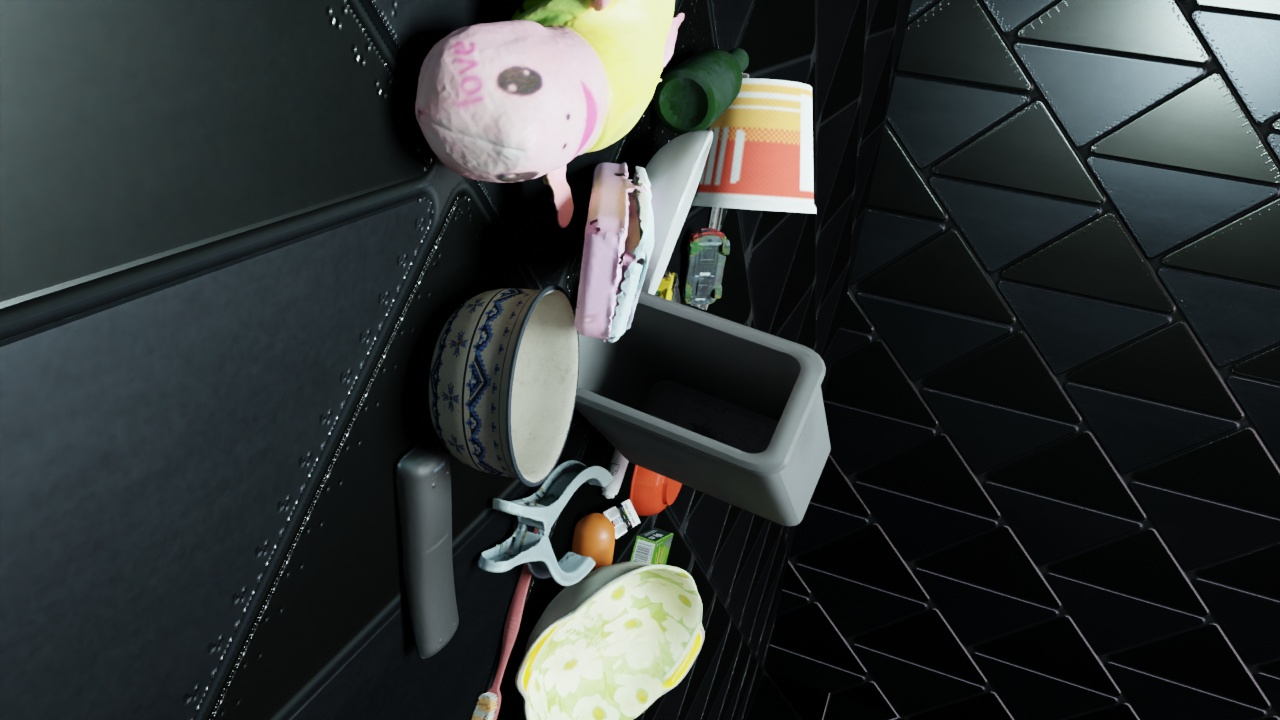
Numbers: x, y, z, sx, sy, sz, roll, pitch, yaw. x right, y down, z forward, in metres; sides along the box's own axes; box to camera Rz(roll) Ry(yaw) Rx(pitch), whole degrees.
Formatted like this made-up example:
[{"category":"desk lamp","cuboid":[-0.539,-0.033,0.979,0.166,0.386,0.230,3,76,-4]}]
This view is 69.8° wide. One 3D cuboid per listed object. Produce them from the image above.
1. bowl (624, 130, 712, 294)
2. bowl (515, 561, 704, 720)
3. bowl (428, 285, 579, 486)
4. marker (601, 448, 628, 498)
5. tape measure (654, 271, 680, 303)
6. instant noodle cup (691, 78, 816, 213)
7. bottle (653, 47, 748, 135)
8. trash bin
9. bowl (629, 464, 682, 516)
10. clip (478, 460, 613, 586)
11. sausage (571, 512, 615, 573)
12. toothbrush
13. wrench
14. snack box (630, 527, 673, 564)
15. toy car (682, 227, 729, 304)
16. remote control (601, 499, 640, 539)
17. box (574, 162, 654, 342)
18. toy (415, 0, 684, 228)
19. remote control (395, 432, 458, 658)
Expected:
[{"category":"bowl","cuboid":[0.013,-0.120,0.742,0.149,0.043,0.149,28,83,-88]},{"category":"bowl","cuboid":[-0.035,0.249,0.819,0.219,0.060,0.188,21,101,-45]},{"category":"bowl","cuboid":[-0.081,0.011,0.532,0.115,0.059,0.115,7,89,-77]},{"category":"marker","cuboid":[-0.010,0.072,0.899,0.017,0.020,0.133,43,63,-60]},{"category":"tape measure","cuboid":[0.014,-0.041,0.855,0.067,0.038,0.062,77,24,-63]},{"category":"instant noodle cup","cuboid":[0.117,-0.212,0.914,0.123,0.123,0.121,-24,120,-69]},{"category":"bottle","cuboid":[0.065,-0.248,0.808,0.173,0.055,0.055,-54,153,-54]},{"category":"trash bin","cuboid":[0.051,0.044,0.745,0.097,0.192,0.220,-65,159,-13]},{"category":"bowl","cuboid":[0.026,0.121,1.033,0.122,0.035,0.122,16,89,-73]},{"category":"clip","cuboid":[-0.074,0.156,0.714,0.171,0.029,0.143,-10,108,-64]},{"category":"sausage","cuboid":[-0.049,0.216,0.864,0.044,0.039,0.164,-67,165,-62]},{"category":"toothbrush","cuboid":[-0.101,0.206,0.729,0.015,0.015,0.184,35,69,-69]},{"category":"wrench","cuboid":[0.088,-0.184,1.013,0.069,0.010,0.274,-38,140,-64]},{"category":"snack box","cuboid":[0.000,0.280,1.101,0.080,0.025,0.147,10,94,-73]},{"category":"toy car","cuboid":[0.067,-0.099,0.962,0.091,0.042,0.036,96,-12,-46]},{"category":"remote control","cuboid":[-0.021,0.158,0.914,0.028,0.012,0.124,64,7,7]},{"category":"box","cuboid":[-0.015,-0.075,0.597,0.202,0.044,0.086,-93,-167,-69]},{"category":"toy","cuboid":[-0.033,-0.164,0.504,0.237,0.088,0.191,-53,173,-41]},{"category":"remote control","cuboid":[-0.126,0.116,0.557,0.041,0.020,0.152,-48,146,-55]}]
